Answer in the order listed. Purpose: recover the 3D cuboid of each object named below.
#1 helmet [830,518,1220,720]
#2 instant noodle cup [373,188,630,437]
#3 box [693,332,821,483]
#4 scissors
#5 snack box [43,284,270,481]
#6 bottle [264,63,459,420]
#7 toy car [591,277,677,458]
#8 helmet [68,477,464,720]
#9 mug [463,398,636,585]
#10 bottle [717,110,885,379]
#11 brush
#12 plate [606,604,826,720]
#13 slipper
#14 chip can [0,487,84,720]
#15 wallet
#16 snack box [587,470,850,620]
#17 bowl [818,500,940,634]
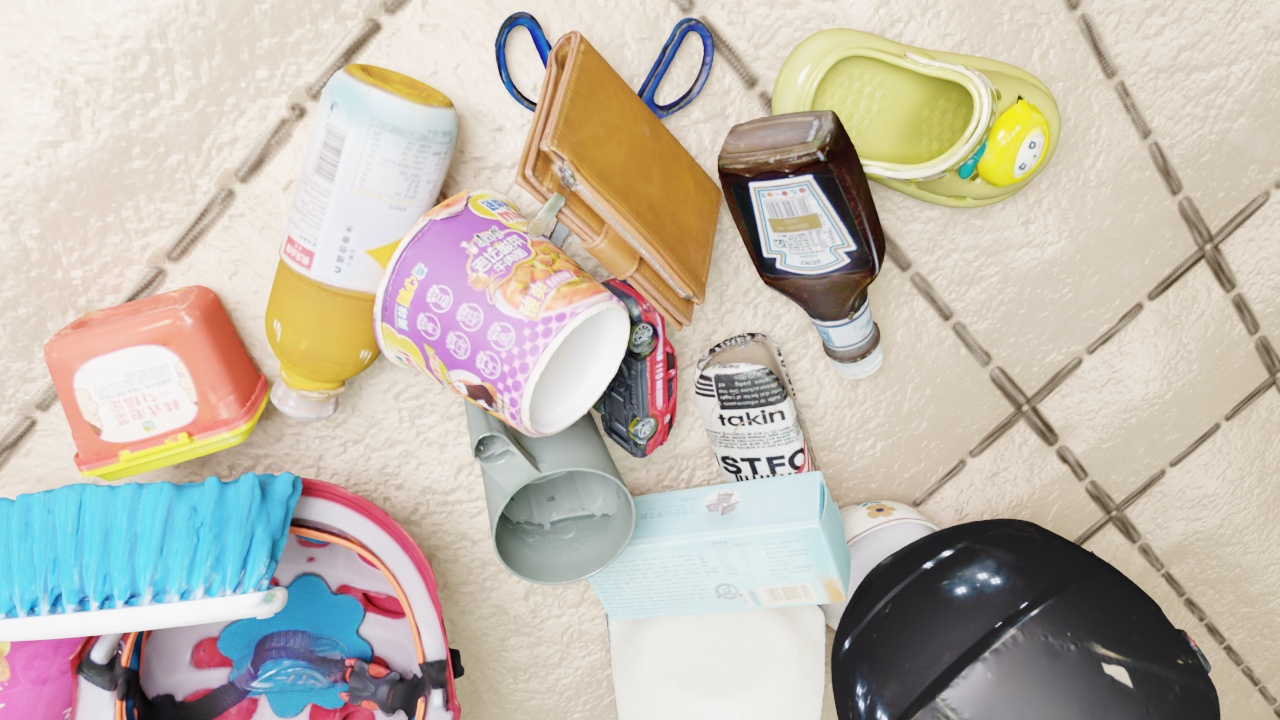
[{"bbox_3d":[0.258,0.245,0.612,0.274,0.230,0.234,42,103,8],"label":"helmet"},{"bbox_3d":[-0.068,-0.018,0.485,0.111,0.099,0.112,-42,154,-26],"label":"instant noodle cup"},{"bbox_3d":[0.083,0.050,0.635,0.075,0.081,0.163,-10,128,23],"label":"box"},{"bbox_3d":[-0.021,-0.126,0.518,0.162,0.012,0.176,-39,124,7],"label":"scissors"},{"bbox_3d":[-0.254,0.009,0.483,0.091,0.082,0.080,-16,112,-7],"label":"snack box"},{"bbox_3d":[-0.153,-0.056,0.482,0.068,0.068,0.190,15,113,-24],"label":"bottle"},{"bbox_3d":[-0.003,0.003,0.573,0.045,0.053,0.121,-29,133,-29],"label":"toy car"},{"bbox_3d":[-0.214,0.187,0.556,0.207,0.144,0.240,10,85,-13],"label":"helmet"},{"bbox_3d":[-0.065,0.059,0.553,0.084,0.103,0.124,-34,122,3],"label":"mug"},{"bbox_3d":[0.111,-0.061,0.562,0.080,0.043,0.195,-1,140,31],"label":"bottle"},{"bbox_3d":[-0.328,0.121,0.452,0.314,0.060,0.109,-5,83,-3],"label":"brush"},{"bbox_3d":[0.059,0.231,0.710,0.164,0.034,0.164,-1,117,4],"label":"plate"},{"bbox_3d":[0.169,-0.133,0.534,0.190,0.081,0.092,9,118,-19],"label":"slipper"},{"bbox_3d":[-0.363,0.179,0.546,0.071,0.071,0.211,20,111,-26],"label":"chip can"},{"bbox_3d":[-0.006,-0.088,0.475,0.035,0.118,0.130,-16,138,37],"label":"wallet"},{"bbox_3d":[0.048,0.127,0.618,0.175,0.051,0.074,-11,124,20],"label":"snack box"},{"bbox_3d":[0.173,0.150,0.703,0.113,0.062,0.114,-8,120,-15],"label":"bowl"}]
